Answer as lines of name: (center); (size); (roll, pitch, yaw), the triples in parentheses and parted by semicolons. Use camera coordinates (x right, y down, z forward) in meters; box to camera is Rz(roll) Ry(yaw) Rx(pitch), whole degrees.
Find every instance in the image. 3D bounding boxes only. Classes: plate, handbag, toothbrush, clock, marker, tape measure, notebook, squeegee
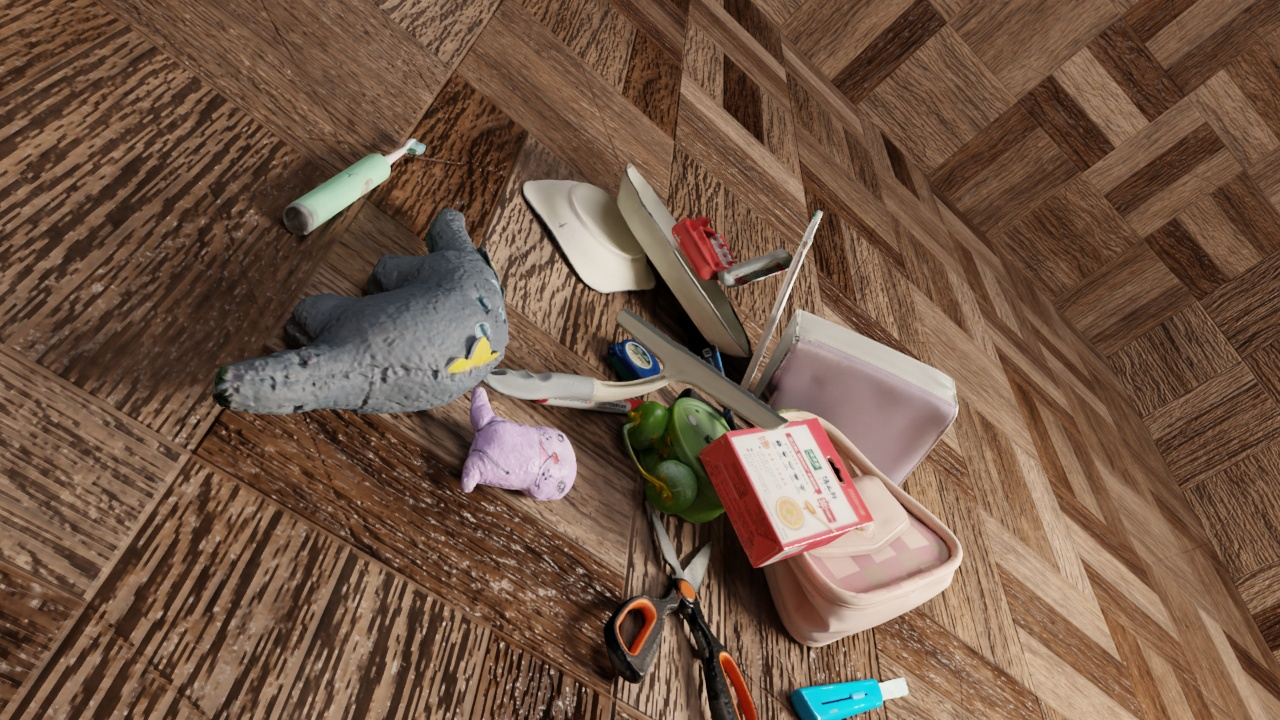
plate: (-0.047, -0.152, 1.056); (0.164, 0.034, 0.163); (56, 29, 12)
plate: (0.047, -0.111, 1.081); (0.266, 0.034, 0.161); (54, 14, -17)
handbag: (0.190, 0.151, 0.922); (0.193, 0.094, 0.234); (-7, 56, -34)
toothbrush: (0.084, 0.042, 0.913); (0.016, 0.014, 0.189); (19, 35, -20)
clock: (0.042, 0.093, 0.857); (0.161, 0.056, 0.116); (21, 36, -46)
toothbrush: (-0.244, -0.160, 0.804); (0.027, 0.027, 0.223); (24, 31, -1)
marker: (0.079, -0.001, 1.066); (0.132, 0.020, 0.022); (62, 2, 23)
tape measure: (-0.006, 0.005, 0.935); (0.058, 0.025, 0.054); (51, 27, 9)
handbag: (0.235, 0.047, 1.040); (0.197, 0.145, 0.098); (25, 30, -1)
notebook: (0.164, -0.065, 1.076); (0.012, 0.209, 0.150); (23, 26, 8)
toothbrush: (0.123, 0.097, 1.005); (0.212, 0.027, 0.026); (37, 76, -23)
marker: (-0.044, 0.039, 0.853); (0.145, 0.017, 0.017); (11, 47, -48)
squeegee: (-0.039, 0.020, 0.813); (0.246, 0.039, 0.246); (-3, 28, -40)

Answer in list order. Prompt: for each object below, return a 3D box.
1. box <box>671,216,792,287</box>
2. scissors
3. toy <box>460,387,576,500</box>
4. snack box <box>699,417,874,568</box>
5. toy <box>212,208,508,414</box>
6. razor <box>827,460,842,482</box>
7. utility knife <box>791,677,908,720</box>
box: (0.118, -0.134, 1.094); (0.112, 0.100, 0.201); (60, 13, 3)
scissors: (0.034, 0.212, 0.755); (0.230, 0.022, 0.220); (57, 25, 17)
toy: (-0.094, 0.073, 0.717); (0.108, 0.039, 0.083); (22, 60, -39)
snack box: (0.131, 0.114, 0.820); (0.126, 0.044, 0.113); (-5, 60, -40)
toy: (-0.171, -0.028, 0.684); (0.138, 0.092, 0.355); (34, 28, -2)
razor: (0.242, 0.118, 1.117); (0.067, 0.062, 0.167); (-16, 58, -24)
utility knife: (0.207, 0.317, 0.868); (0.209, 0.018, 0.034); (14, 44, -48)
